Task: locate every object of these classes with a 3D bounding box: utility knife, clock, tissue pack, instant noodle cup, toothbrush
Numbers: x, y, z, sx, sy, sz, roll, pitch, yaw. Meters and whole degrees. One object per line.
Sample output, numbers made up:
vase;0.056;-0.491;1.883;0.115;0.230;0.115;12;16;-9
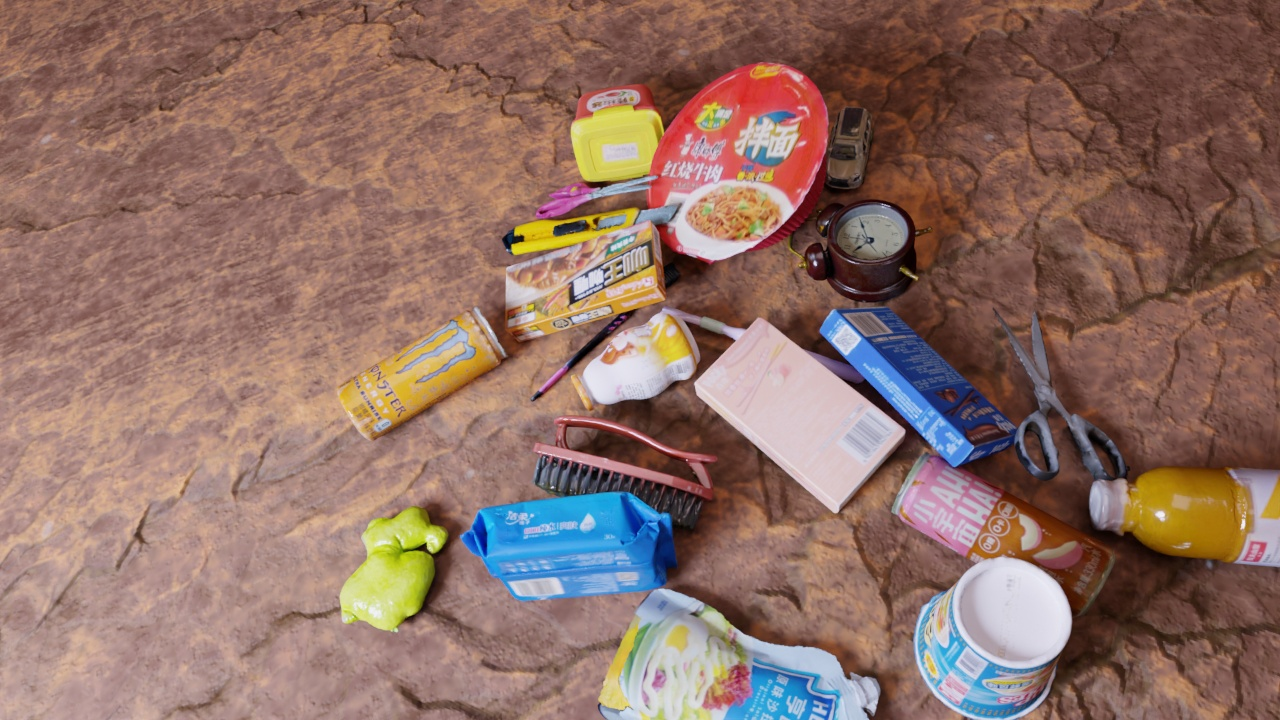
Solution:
utility knife;-0.053;-0.129;0.880;0.193;0.015;0.033;-7;67;25
clock;0.194;-0.101;0.824;0.122;0.055;0.081;14;63;19
tissue pack;-0.049;0.142;0.703;0.157;0.095;0.052;-6;53;6
instant noodle cup;0.239;0.183;0.616;0.099;0.110;0.099;-5;60;8
toothbrush;0.105;-0.013;0.810;0.189;0.021;0.029;19;32;18
toothbrush;-0.030;-0.025;0.845;0.018;0.014;0.189;41;74;15
instant noodle cup;0.099;-0.172;0.848;0.194;0.065;0.193;-16;62;34

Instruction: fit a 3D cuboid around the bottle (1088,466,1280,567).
bottle;0.424;0.110;0.650;0.190;0.068;0.067;3;60;12

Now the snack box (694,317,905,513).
snack box;0.129;0.042;0.756;0.084;0.026;0.157;-45;67;-10

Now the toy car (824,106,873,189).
toy car;0.203;-0.207;0.898;0.042;0.035;0.090;8;64;16

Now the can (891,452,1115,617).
can;0.264;0.126;0.675;0.147;0.058;0.057;30;69;24

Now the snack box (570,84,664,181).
snack box;-0.022;-0.232;0.932;0.091;0.082;0.080;-8;45;4

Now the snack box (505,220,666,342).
snack box;-0.053;-0.072;0.848;0.154;0.026;0.075;-15;58;18

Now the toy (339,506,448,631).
toy;-0.201;0.170;0.750;0.096;0.031;0.100;-19;58;-4

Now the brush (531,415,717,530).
brush;-0.011;0.089;0.744;0.146;0.063;0.069;12;76;16

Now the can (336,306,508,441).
can;-0.196;0.012;0.826;0.146;0.058;0.058;-32;60;-9

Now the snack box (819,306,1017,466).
snack box;0.223;0.016;0.738;0.084;0.026;0.157;-6;46;-44

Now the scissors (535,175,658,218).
scissors;-0.046;-0.158;0.889;0.138;0.017;0.077;3;37;39

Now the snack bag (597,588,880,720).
snack bag;0.073;0.242;0.655;0.191;0.039;0.110;19;53;19

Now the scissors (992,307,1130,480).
scissors;0.325;0.030;0.732;0.159;0.014;0.170;43;53;14

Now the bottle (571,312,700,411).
bottle;-0.005;0.005;0.793;0.108;0.063;0.063;-27;59;-7
